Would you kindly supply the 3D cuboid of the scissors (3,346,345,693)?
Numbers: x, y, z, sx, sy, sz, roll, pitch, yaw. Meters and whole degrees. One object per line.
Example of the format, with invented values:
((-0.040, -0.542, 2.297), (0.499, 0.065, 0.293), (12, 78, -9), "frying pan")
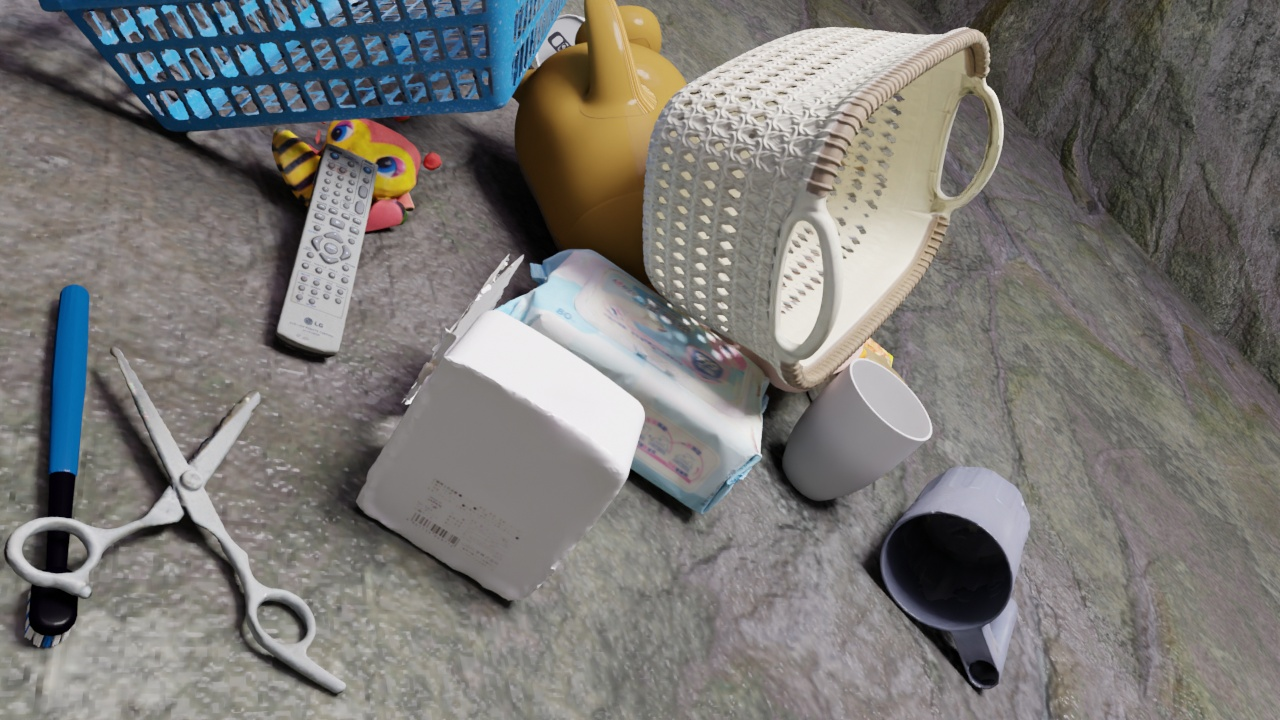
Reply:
((-0.171, 0.063, 0.364), (0.173, 0.014, 0.141), (47, 23, 1), "scissors")

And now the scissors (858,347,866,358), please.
((0.119, -0.024, 0.738), (0.125, 0.011, 0.127), (12, 29, 5), "scissors")

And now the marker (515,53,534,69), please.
((-0.081, -0.223, 0.810), (0.025, 0.025, 0.126), (-11, 57, -52), "marker")

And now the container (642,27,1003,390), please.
((0.113, -0.108, 0.569), (0.143, 0.185, 0.245), (24, 41, 28), "container")

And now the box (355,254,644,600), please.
((-0.067, 0.017, 0.451), (0.126, 0.109, 0.136), (34, 29, -6), "box")

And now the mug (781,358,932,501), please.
((0.151, 0.049, 0.650), (0.071, 0.090, 0.107), (45, 32, 9), "mug")

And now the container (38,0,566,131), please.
((-0.162, -0.252, 0.604), (0.257, 0.089, 0.361), (-2, 35, 7), "container")

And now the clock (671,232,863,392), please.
((0.100, -0.044, 0.675), (0.131, 0.086, 0.160), (16, 38, 28), "clock")

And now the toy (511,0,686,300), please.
((-0.008, -0.136, 0.666), (0.162, 0.199, 0.203), (-10, 65, -8), "toy")

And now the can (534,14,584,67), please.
((-0.047, -0.268, 0.837), (0.064, 0.064, 0.127), (51, 17, 17), "can")

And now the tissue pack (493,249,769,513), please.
((-0.003, 0.003, 0.566), (0.182, 0.070, 0.111), (35, 30, -6), "tissue pack")

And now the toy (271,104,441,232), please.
((-0.175, -0.119, 0.562), (0.103, 0.046, 0.084), (-29, 94, -46), "toy")

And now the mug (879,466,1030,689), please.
((0.229, 0.145, 0.637), (0.103, 0.084, 0.124), (-24, 92, -58), "mug")

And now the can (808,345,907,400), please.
((0.182, 0.028, 0.755), (0.086, 0.043, 0.086), (27, 34, -20), "can")

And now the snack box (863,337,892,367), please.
((0.159, -0.032, 0.819), (0.148, 0.029, 0.040), (39, 31, -1), "snack box")

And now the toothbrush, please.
((-0.223, 0.031, 0.355), (0.014, 0.014, 0.167), (12, 40, -38), "toothbrush")

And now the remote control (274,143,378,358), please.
((-0.167, -0.062, 0.495), (0.033, 0.013, 0.136), (22, 52, -29), "remote control")
